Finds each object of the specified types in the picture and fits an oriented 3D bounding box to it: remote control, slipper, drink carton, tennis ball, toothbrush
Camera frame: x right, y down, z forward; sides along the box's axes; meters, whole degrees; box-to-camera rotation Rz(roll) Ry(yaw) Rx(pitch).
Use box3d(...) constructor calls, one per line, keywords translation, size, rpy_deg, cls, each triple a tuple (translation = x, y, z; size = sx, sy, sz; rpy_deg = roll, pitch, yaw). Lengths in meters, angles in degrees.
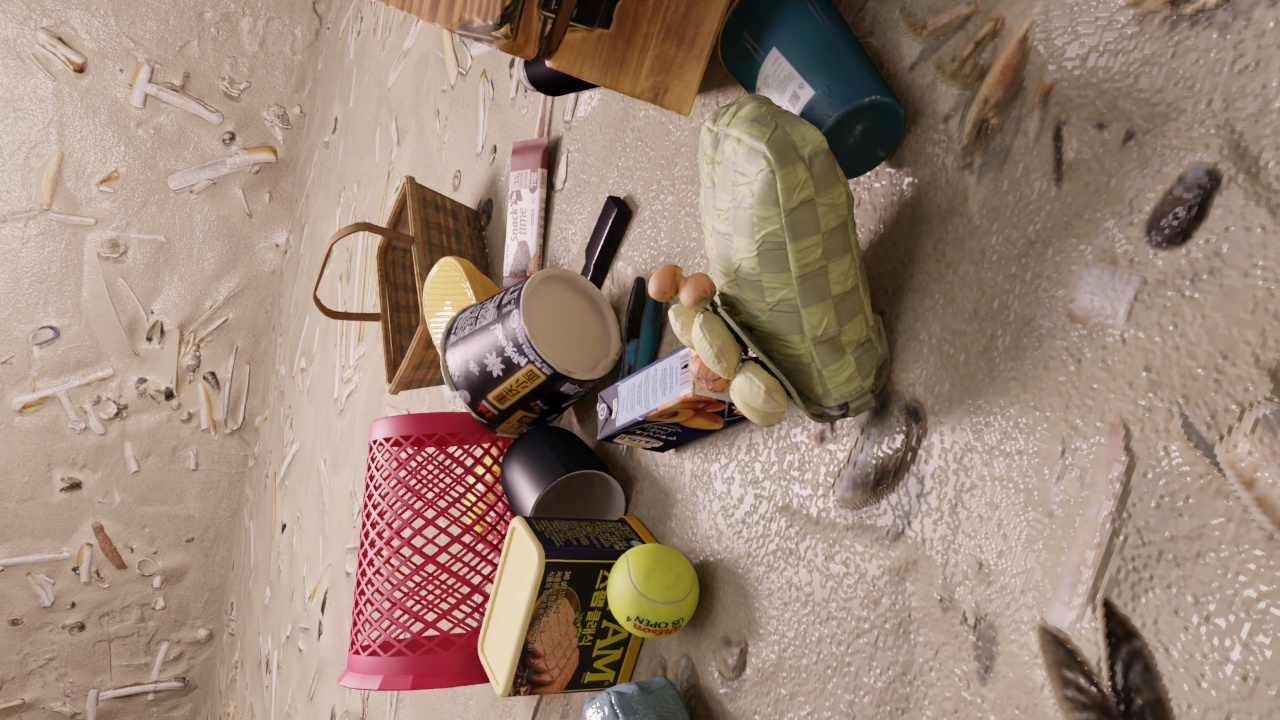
box3d(translation=(-0.044, -0.087, 0.849), size=(0.137, 0.015, 0.032), rpy_deg=(-64, 34, 28), cls="remote control")
box3d(translation=(-0.142, 0.001, 0.944), size=(0.100, 0.078, 0.263), rpy_deg=(-48, 61, 44), cls="slipper")
box3d(translation=(0.026, 0.030, 0.653), size=(0.130, 0.064, 0.040), rpy_deg=(-31, 52, 54), cls="drink carton")
box3d(translation=(0.009, 0.162, 0.648), size=(0.065, 0.065, 0.065), rpy_deg=(-22, 65, 57), cls="tennis ball")
box3d(translation=(-0.107, -0.256, 0.999), size=(0.018, 0.015, 0.181), rpy_deg=(8, 89, 55), cls="toothbrush")

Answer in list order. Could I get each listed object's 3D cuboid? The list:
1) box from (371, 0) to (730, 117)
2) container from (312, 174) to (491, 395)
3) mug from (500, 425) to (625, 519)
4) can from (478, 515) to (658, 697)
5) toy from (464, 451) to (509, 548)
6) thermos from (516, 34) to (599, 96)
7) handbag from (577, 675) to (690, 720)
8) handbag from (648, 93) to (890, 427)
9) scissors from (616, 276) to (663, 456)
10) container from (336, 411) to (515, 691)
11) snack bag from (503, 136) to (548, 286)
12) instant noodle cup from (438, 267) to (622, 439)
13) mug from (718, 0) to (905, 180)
box3d(translation=(-0.066, -0.336, 0.564), size=(0.281, 0.315, 0.280), rpy_deg=(-93, 24, -71), cls="box")
box3d(translation=(-0.290, -0.095, 1.105), size=(0.158, 0.186, 0.249), rpy_deg=(-53, 41, 41), cls="container")
box3d(translation=(-0.073, 0.125, 0.783), size=(0.094, 0.085, 0.122), rpy_deg=(43, 127, 56), cls="mug")
box3d(translation=(-0.057, 0.191, 0.715), size=(0.075, 0.104, 0.135), rpy_deg=(39, 117, 56), cls="can")
box3d(translation=(-0.146, 0.149, 0.943), size=(0.115, 0.046, 0.092), rpy_deg=(37, 116, 49), cls="toy")
box3d(translation=(-0.067, -0.292, 0.891), size=(0.231, 0.061, 0.061), rpy_deg=(18, 99, 60), cls="thermos")
box3d(translation=(-0.026, 0.314, 0.622), size=(0.121, 0.118, 0.192), rpy_deg=(55, 135, 50), cls="handbag")
box3d(translation=(0.063, -0.048, 0.520), size=(0.113, 0.116, 0.186), rpy_deg=(41, 152, 59), cls="handbag")
box3d(translation=(-0.001, 0.001, 0.751), size=(0.141, 0.019, 0.128), rpy_deg=(-55, 40, 41), cls="scissors")
box3d(translation=(-0.180, 0.167, 0.836), size=(0.184, 0.183, 0.225), rpy_deg=(-19, 71, 57), cls="container")
box3d(translation=(-0.124, -0.159, 0.984), size=(0.057, 0.013, 0.158), rpy_deg=(4, 90, 40), cls="snack bag")
box3d(translation=(-0.090, -0.012, 0.805), size=(0.113, 0.137, 0.137), rpy_deg=(-32, 56, 43), cls="instant noodle cup")
box3d(translation=(0.105, -0.169, 0.556), size=(0.078, 0.078, 0.121), rpy_deg=(-56, 43, 37), cls="mug")
